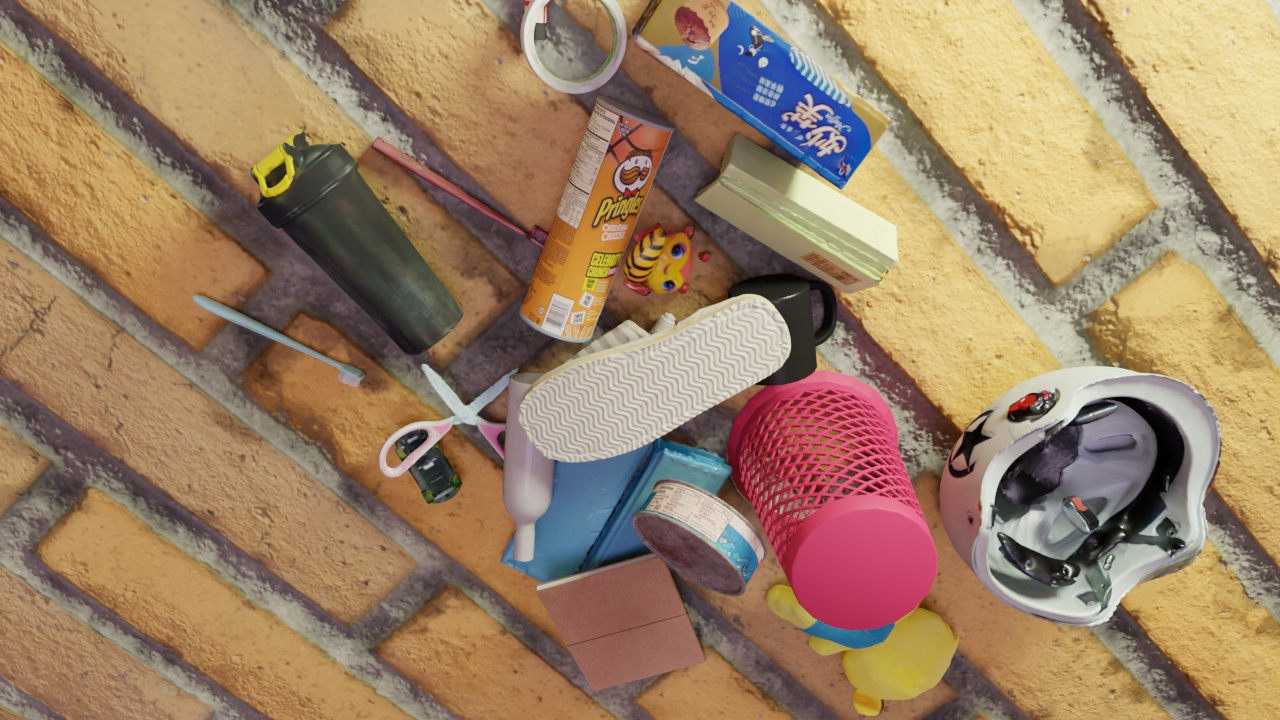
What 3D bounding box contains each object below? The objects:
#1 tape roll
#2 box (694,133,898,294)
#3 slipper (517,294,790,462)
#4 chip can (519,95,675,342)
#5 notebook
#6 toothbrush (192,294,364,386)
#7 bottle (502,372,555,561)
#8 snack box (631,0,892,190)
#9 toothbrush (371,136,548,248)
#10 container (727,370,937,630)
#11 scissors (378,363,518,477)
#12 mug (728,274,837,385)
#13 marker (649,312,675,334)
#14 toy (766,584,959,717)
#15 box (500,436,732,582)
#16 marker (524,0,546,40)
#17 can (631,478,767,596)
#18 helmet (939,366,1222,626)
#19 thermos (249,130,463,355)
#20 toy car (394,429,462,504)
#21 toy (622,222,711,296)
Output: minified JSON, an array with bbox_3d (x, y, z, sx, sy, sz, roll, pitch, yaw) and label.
[{"bbox_3d":[-0.059,-0.285,0.807,0.093,0.018,0.094,-7,116,-15],"label":"tape roll"},{"bbox_3d":[0.151,-0.133,0.858,0.188,0.077,0.091,30,109,-11],"label":"box"},{"bbox_3d":[0.012,0.015,0.874,0.273,0.054,0.114,-22,106,14],"label":"slipper"},{"bbox_3d":[-0.043,-0.128,0.853,0.075,0.075,0.215,20,111,-9],"label":"chip can"},{"bbox_3d":[-0.017,0.298,1.030,0.141,0.008,0.209,-16,129,4],"label":"notebook"},{"bbox_3d":[-0.364,-0.021,0.924,0.180,0.016,0.017,29,118,-13],"label":"toothbrush"},{"bbox_3d":[-0.115,0.113,0.947,0.052,0.052,0.195,4,103,-3],"label":"bottle"},{"bbox_3d":[0.094,-0.240,0.767,0.202,0.154,0.069,32,109,-13],"label":"snack box"},{"bbox_3d":[-0.166,-0.158,0.871,0.190,0.016,0.016,30,104,-12],"label":"toothbrush"},{"bbox_3d":[0.188,0.138,0.886,0.183,0.225,0.183,0,112,-1],"label":"container"},{"bbox_3d":[-0.182,0.075,0.944,0.172,0.013,0.170,-39,118,-6],"label":"scissors"},{"bbox_3d":[0.144,-0.037,0.901,0.113,0.078,0.088,-20,114,-22],"label":"mug"},{"bbox_3d":[-0.006,0.005,0.941,0.020,0.017,0.134,42,110,22],"label":"marker"},{"bbox_3d":[0.263,0.309,1.036,0.149,0.083,0.214,-39,105,15],"label":"toy"},{"bbox_3d":[-0.030,0.174,0.987,0.176,0.047,0.232,23,113,-13],"label":"box"},{"bbox_3d":[-0.089,-0.353,0.790,0.019,0.019,0.146,3,112,-3],"label":"marker"},{"bbox_3d":[0.057,0.175,0.903,0.130,0.130,0.044,46,63,-17],"label":"can"},{"bbox_3d":[0.420,0.112,0.916,0.236,0.163,0.264,33,101,-18],"label":"helmet"},{"bbox_3d":[-0.261,-0.106,0.850,0.098,0.098,0.221,-32,113,11],"label":"thermos"},{"bbox_3d":[-0.224,0.109,0.965,0.042,0.036,0.091,-31,108,-10],"label":"toy car"},{"bbox_3d":[0.019,-0.094,0.872,0.084,0.103,0.046,-45,65,19],"label":"toy"}]
